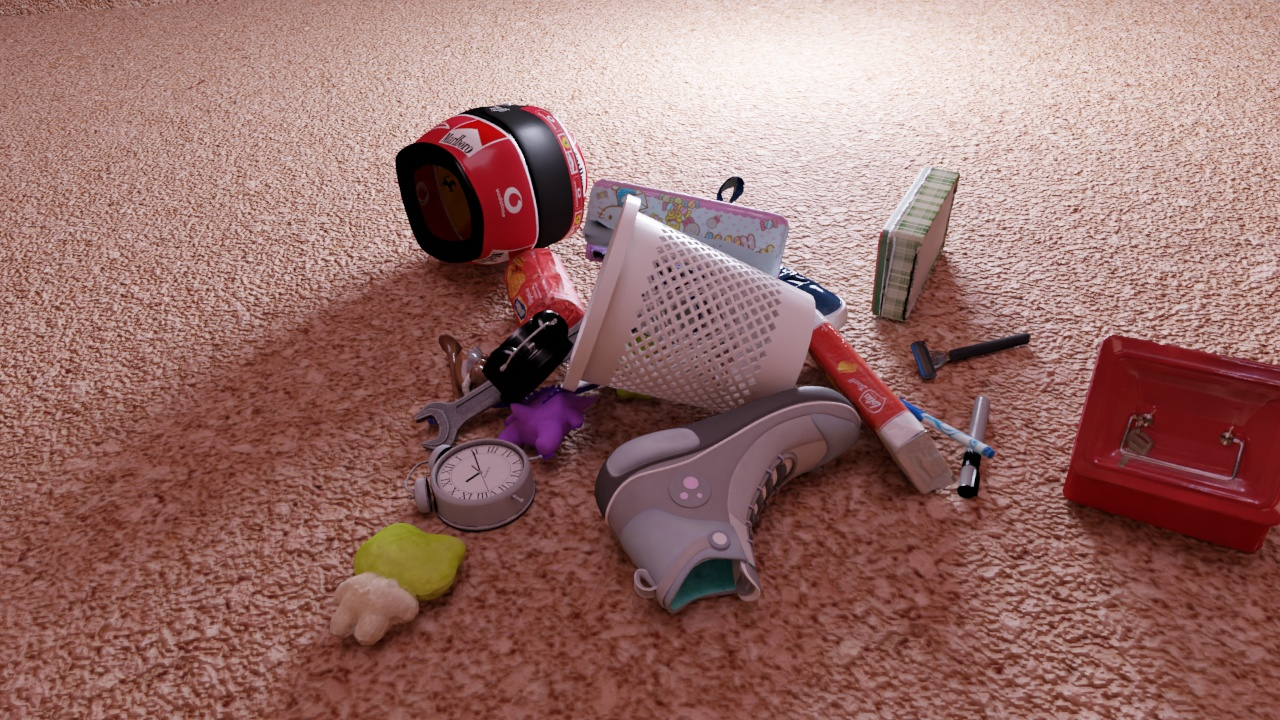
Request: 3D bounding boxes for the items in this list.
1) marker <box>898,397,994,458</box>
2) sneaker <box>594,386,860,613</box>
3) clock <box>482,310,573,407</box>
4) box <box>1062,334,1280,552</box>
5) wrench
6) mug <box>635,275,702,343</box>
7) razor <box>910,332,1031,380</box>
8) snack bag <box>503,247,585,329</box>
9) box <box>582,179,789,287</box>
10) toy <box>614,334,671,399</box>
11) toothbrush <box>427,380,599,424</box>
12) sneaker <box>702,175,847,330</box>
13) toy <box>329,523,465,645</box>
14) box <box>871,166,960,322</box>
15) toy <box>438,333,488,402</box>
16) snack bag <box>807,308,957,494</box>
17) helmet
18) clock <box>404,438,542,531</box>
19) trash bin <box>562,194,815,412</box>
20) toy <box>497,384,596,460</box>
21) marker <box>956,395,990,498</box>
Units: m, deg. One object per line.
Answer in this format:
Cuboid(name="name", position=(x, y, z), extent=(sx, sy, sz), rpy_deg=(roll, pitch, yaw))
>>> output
Cuboid(name="marker", position=(0.280, 0.059, 0.875), extent=(0.013, 0.013, 0.142), rpy_deg=(-21, 30, -22))
Cuboid(name="sneaker", position=(0.100, 0.119, 0.774), extent=(0.256, 0.093, 0.160), rpy_deg=(-15, 44, -16))
Cuboid(name="clock", position=(-0.110, -0.004, 0.889), extent=(0.042, 0.121, 0.091), rpy_deg=(45, 72, 4))
Cuboid(name="box", position=(0.455, 0.071, 0.781), extent=(0.157, 0.152, 0.165), rpy_deg=(17, 3, 25))
Cuboid(name="wrench", position=(-0.115, 0.008, 0.960), extent=(0.272, 0.010, 0.070), rpy_deg=(-33, 65, -19))
Cuboid(name="mug", position=(0.017, -0.065, 1.062), extent=(0.112, 0.075, 0.076), rpy_deg=(-22, 30, 20))
Cuboid(name="razor", position=(0.354, -0.010, 0.981), extent=(0.144, 0.022, 0.042), rpy_deg=(-11, 77, -17))
Cuboid(name="snack bag", position=(-0.109, -0.069, 1.065), extent=(0.082, 0.082, 0.176), rpy_deg=(-12, 36, -11))
Cuboid(name="box", position=(0.050, -0.137, 0.985), extent=(0.214, 0.093, 0.089), rpy_deg=(13, 20, 9))
Cuboid(name="toy", position=(-0.006, 0.006, 0.985), extent=(0.094, 0.036, 0.094), rpy_deg=(21, 48, 24))
Cuboid(name="toothbrush", position=(-0.131, 0.042, 0.963), extent=(0.186, 0.016, 0.015), rpy_deg=(-10, 36, -12))
Cuboid(name="sneaker", position=(0.123, -0.125, 1.082), extent=(0.120, 0.127, 0.295), rpy_deg=(-30, 44, -30))
Cuboid(name="toy", position=(-0.201, 0.182, 0.745), extent=(0.092, 0.043, 0.117), rpy_deg=(12, 41, 19))
Cuboid(name="box", position=(0.327, -0.141, 1.090), extent=(0.050, 0.118, 0.204), rpy_deg=(18, 42, 22))
Cuboid(name="toy", position=(-0.188, 0.008, 0.999), extent=(0.055, 0.041, 0.101), rpy_deg=(-26, 43, 7))
Cuboid(name="snack bag", position=(0.217, 0.033, 0.883), extent=(0.041, 0.077, 0.225), rpy_deg=(-35, 37, 7))
Cuboid(name="helmet", position=(-0.176, -0.229, 1.189), extent=(0.224, 0.198, 0.271), rpy_deg=(-24, 24, -32))
Cuboid(name="clock", position=(-0.157, 0.111, 0.848), extent=(0.123, 0.035, 0.094), rpy_deg=(4, 35, 10))
Cuboid(name="trash bin", position=(0.050, -0.034, 0.891), extent=(0.199, 0.196, 0.195), rpy_deg=(19, 35, -5))
Cuboid(name="toy", position=(-0.094, 0.054, 0.904), extent=(0.106, 0.056, 0.087), rpy_deg=(-1, 21, 38))
Cuboid(name="marker", position=(0.314, 0.078, 0.859), extent=(0.016, 0.016, 0.140), rpy_deg=(11, 37, 20))
